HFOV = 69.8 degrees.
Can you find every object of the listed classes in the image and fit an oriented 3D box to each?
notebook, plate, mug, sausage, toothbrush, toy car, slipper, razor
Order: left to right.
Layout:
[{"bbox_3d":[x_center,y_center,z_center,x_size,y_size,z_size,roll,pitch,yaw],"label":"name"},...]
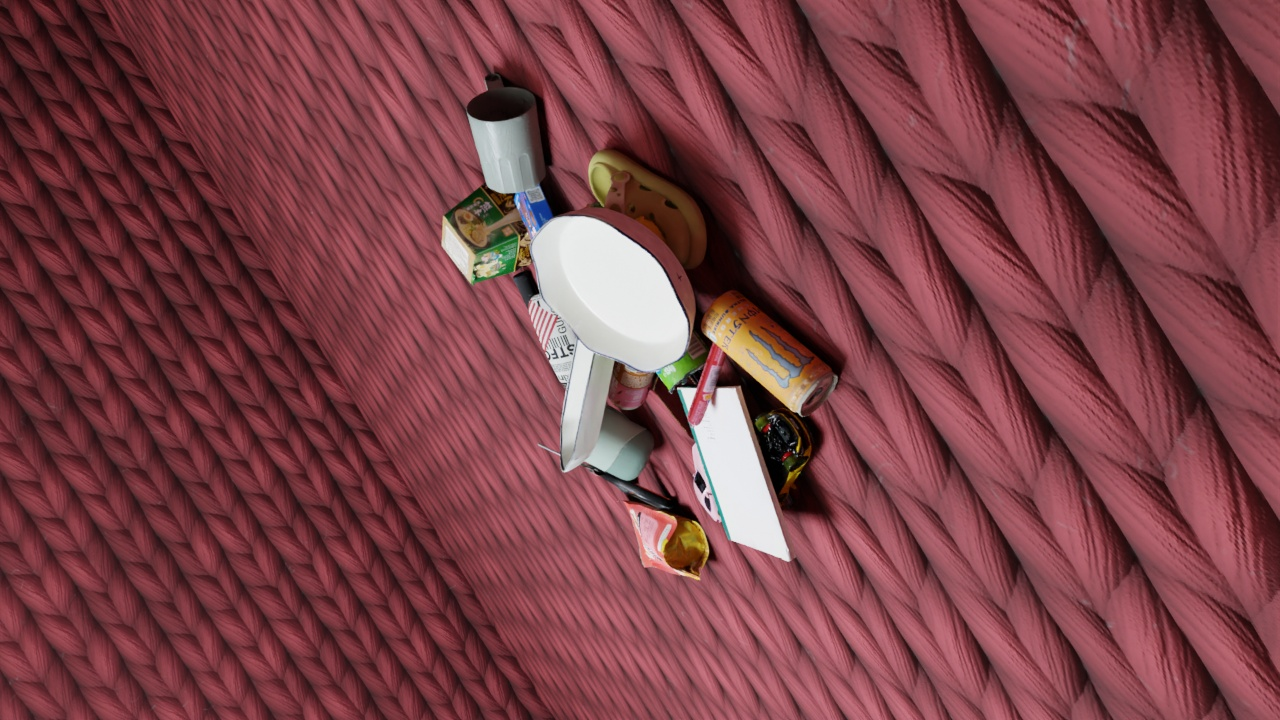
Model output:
[{"bbox_3d":[-0.167,-0.284,1.146,0.123,0.083,0.103,-110,9,-46],"label":"mug"},{"bbox_3d":[-0.143,-0.039,1.420,0.027,0.026,0.213,-94,-18,-67],"label":"toothbrush"},{"bbox_3d":[-0.065,0.017,1.198,0.162,0.034,0.266,-125,45,-72],"label":"plate"},{"bbox_3d":[-0.040,0.110,1.329,0.106,0.111,0.082,27,123,-11],"label":"mug"},{"bbox_3d":[-0.026,-0.079,0.987,0.205,0.045,0.205,27,144,21],"label":"plate"},{"bbox_3d":[-0.008,-0.157,0.996,0.190,0.081,0.092,43,153,32],"label":"slipper"},{"bbox_3d":[0.089,0.160,1.209,0.056,0.037,0.122,-127,19,-58],"label":"toy car"},{"bbox_3d":[0.081,0.011,1.036,0.020,0.020,0.156,37,121,36],"label":"sausage"},{"bbox_3d":[0.110,0.129,1.092,0.151,0.012,0.209,-3,108,67],"label":"notebook"},{"bbox_3d":[0.142,0.166,1.156,0.043,0.028,0.133,58,156,-10],"label":"razor"},{"bbox_3d":[0.154,0.112,1.049,0.071,0.041,0.156,56,153,28],"label":"toy car"}]

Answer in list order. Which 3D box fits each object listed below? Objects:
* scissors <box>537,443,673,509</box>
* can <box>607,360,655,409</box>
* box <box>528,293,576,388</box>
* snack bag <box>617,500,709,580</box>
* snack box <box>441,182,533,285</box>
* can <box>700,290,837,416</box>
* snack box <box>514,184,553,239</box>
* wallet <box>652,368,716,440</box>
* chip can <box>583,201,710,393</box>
[{"bbox_3d":[-0.052,0.174,1.380,0.221,0.021,0.224,25,176,1],"label":"scissors"},{"bbox_3d":[-0.007,0.007,1.197,0.058,0.057,0.148,48,153,18],"label":"can"},{"bbox_3d":[-0.096,-0.035,1.333,0.074,0.079,0.163,-15,107,34],"label":"box"},{"bbox_3d":[0.029,0.281,1.441,0.128,0.073,0.208,66,158,-7],"label":"snack bag"},{"bbox_3d":[-0.220,-0.181,1.304,0.117,0.105,0.118,51,153,14],"label":"snack box"},{"bbox_3d":[0.130,-0.009,0.942,0.146,0.058,0.058,43,151,27],"label":"can"},{"bbox_3d":[-0.122,-0.158,1.208,0.157,0.026,0.085,66,167,1],"label":"snack box"},{"bbox_3d":[0.055,0.040,1.172,0.096,0.020,0.122,52,154,19],"label":"wallet"},{"bbox_3d":[-0.005,-0.076,1.087,0.236,0.072,0.072,54,154,7],"label":"chip can"}]
